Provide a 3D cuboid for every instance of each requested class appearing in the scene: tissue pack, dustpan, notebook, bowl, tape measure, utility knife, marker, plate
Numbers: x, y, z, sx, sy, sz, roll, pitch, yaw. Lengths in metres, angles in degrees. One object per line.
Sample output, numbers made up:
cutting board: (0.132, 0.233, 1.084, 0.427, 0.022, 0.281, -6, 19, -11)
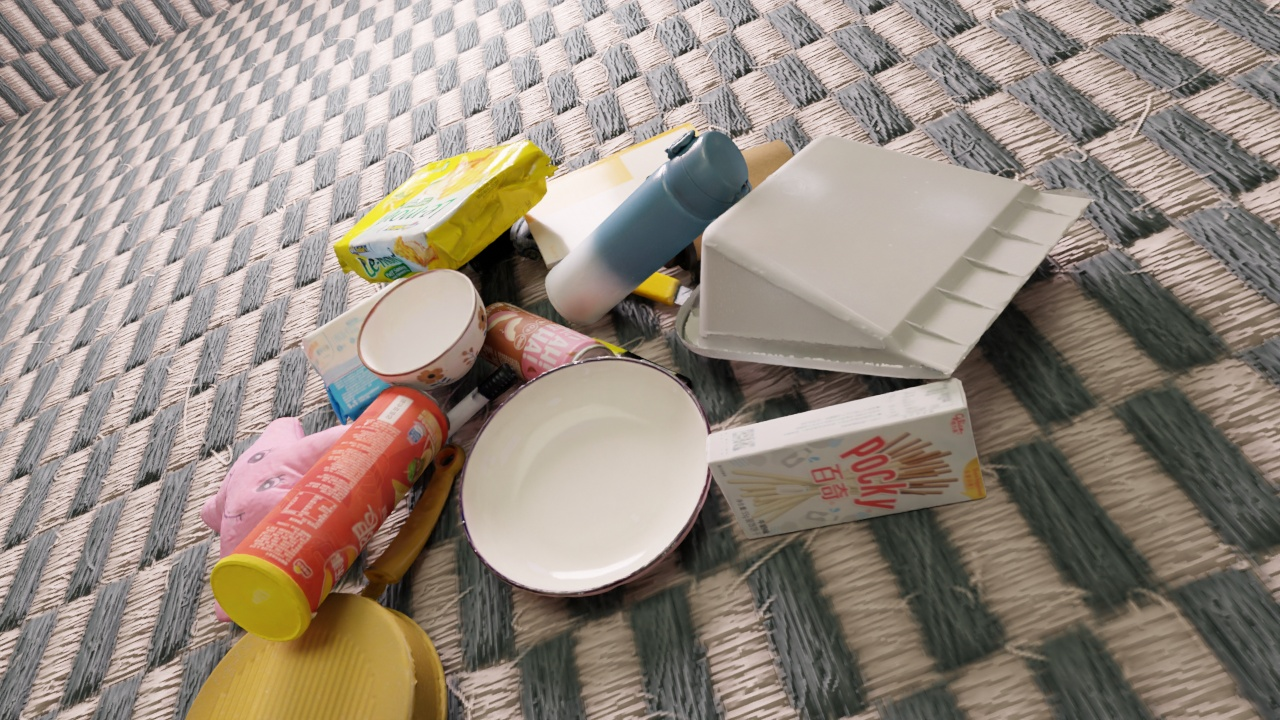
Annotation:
tissue pack: (-0.241, -0.009, 0.867, 0.140, 0.063, 0.090, -32, 81, -2)
dustpan: (0.152, -0.059, 0.693, 0.258, 0.143, 0.222, 30, 55, 28)
notebook: (-0.017, -0.170, 0.925, 0.206, 0.010, 0.145, -24, 42, -4)
bowl: (-0.179, -0.018, 0.793, 0.114, 0.062, 0.113, -13, 52, 17)
tape measure: (-0.170, -0.128, 0.995, 0.066, 0.033, 0.065, 21, 59, 43)
utility knife: (-0.011, -0.075, 0.858, 0.173, 0.015, 0.033, 23, 68, 43)
marker: (-0.156, 0.051, 0.787, 0.131, 0.022, 0.018, -42, 14, 11)
marker: (-0.005, 0.005, 0.772, 0.124, 0.015, 0.018, 22, 63, 40)
plate: (-0.037, 0.085, 0.668, 0.193, 0.039, 0.192, -10, 52, 14)

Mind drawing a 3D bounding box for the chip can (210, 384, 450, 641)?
chip can: (-0.220, 0.102, 0.680, 0.073, 0.073, 0.216, -8, 29, 24)

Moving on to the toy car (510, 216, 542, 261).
toy car: (-0.077, -0.137, 0.949, 0.121, 0.037, 0.054, -5, 45, 22)

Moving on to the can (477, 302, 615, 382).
can: (-0.086, -0.007, 0.797, 0.147, 0.058, 0.057, 23, 62, 44)

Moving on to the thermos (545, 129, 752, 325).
thermos: (0.002, -0.107, 0.765, 0.221, 0.070, 0.070, -37, 27, 44)

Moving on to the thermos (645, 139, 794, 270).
thermos: (0.071, -0.144, 0.831, 0.143, 0.093, 0.093, -25, 39, -7)

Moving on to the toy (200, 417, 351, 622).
toy: (-0.304, 0.110, 0.787, 0.178, 0.074, 0.194, -40, 40, 0)

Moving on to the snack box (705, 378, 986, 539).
snack box: (0.128, 0.065, 0.572, 0.157, 0.085, 0.026, -14, 40, 18)

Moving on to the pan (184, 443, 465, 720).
pan: (-0.202, 0.196, 0.663, 0.198, 0.078, 0.356, -6, 51, 24)

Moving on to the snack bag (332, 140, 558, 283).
snack bag: (-0.199, -0.145, 0.934, 0.247, 0.068, 0.157, 3, 46, 50)
